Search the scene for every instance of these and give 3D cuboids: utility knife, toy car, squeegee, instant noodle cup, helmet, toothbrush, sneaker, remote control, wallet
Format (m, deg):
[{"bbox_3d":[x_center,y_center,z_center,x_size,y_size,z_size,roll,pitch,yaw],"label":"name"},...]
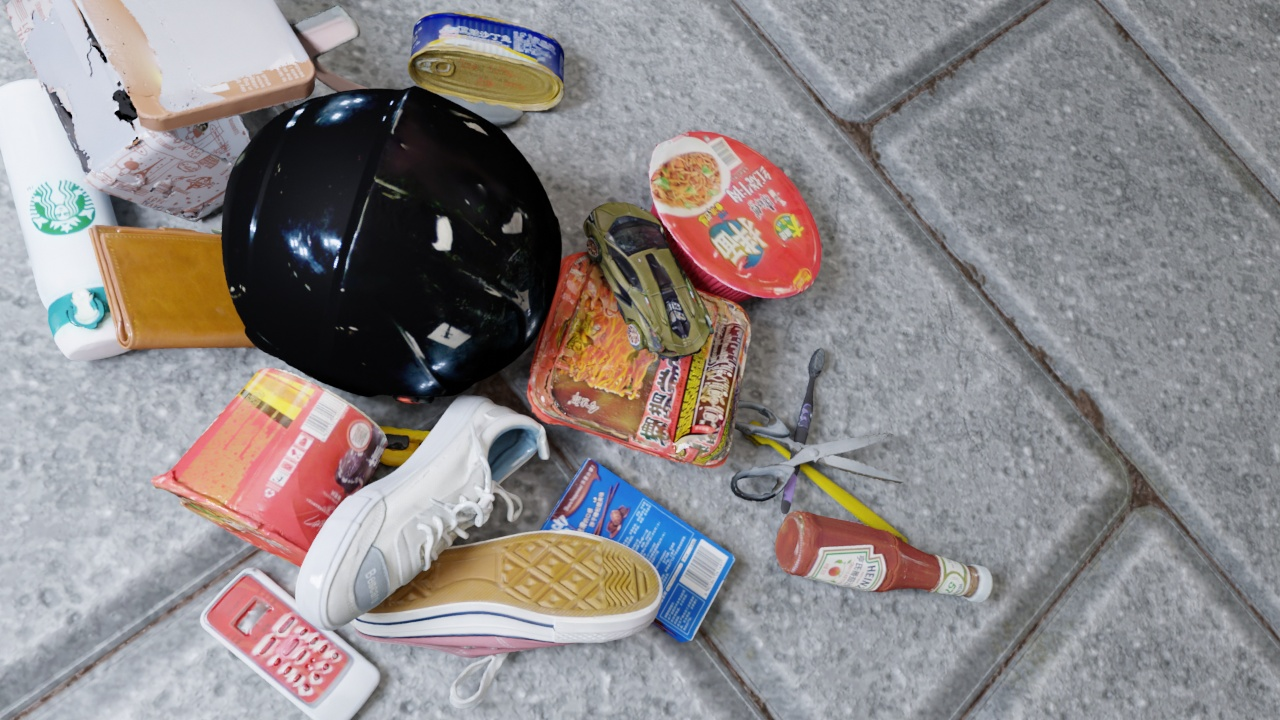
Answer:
[{"bbox_3d":[-0.238,0.066,0.751,0.164,0.015,0.033,8,66,-15],"label":"utility knife"},{"bbox_3d":[0.005,-0.071,0.783,0.070,0.042,0.158,-21,74,-29],"label":"toy car"},{"bbox_3d":[-0.209,-0.238,0.822,0.249,0.248,0.040,5,92,-42],"label":"squeegee"},{"bbox_3d":[-0.005,0.005,0.815,0.188,0.079,0.164,19,66,-12],"label":"instant noodle cup"},{"bbox_3d":[-0.172,-0.085,0.708,0.274,0.231,0.233,23,77,-39],"label":"helmet"},{"bbox_3d":[0.174,0.119,0.868,0.190,0.017,0.015,38,63,-4],"label":"toothbrush"},{"bbox_3d":[-0.147,0.114,0.681,0.091,0.090,0.241,15,36,18],"label":"sneaker"},{"bbox_3d":[-0.257,0.079,0.670,0.138,0.138,0.108,30,66,-6],"label":"instant noodle cup"},{"bbox_3d":[-0.261,0.216,0.687,0.136,0.020,0.055,41,63,0],"label":"remote control"},{"bbox_3d":[-0.103,0.194,0.710,0.241,0.088,0.118,-3,39,1],"label":"sneaker"},{"bbox_3d":[0.079,-0.127,0.882,0.193,0.066,0.193,16,55,-24],"label":"instant noodle cup"},{"bbox_3d":[-0.352,-0.064,0.722,0.130,0.035,0.119,-3,63,-54],"label":"wallet"},{"bbox_3d":[0.155,0.061,0.869,0.014,0.017,0.188,22,57,-4],"label":"toothbrush"}]

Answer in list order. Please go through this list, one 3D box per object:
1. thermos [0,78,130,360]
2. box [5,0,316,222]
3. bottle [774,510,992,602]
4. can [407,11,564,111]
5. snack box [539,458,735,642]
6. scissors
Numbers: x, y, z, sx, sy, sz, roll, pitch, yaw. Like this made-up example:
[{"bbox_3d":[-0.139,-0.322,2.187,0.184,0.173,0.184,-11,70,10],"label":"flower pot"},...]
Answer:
[{"bbox_3d":[-0.445,-0.107,0.715,0.073,0.073,0.224,-17,77,-23],"label":"thermos"},{"bbox_3d":[-0.355,-0.241,0.711,0.181,0.153,0.182,-30,81,7],"label":"box"},{"bbox_3d":[0.225,0.185,0.836,0.206,0.060,0.059,15,67,-14],"label":"bottle"},{"bbox_3d":[-0.145,-0.286,0.879,0.148,0.075,0.049,6,66,-16],"label":"can"},{"bbox_3d":[-0.004,0.162,0.787,0.157,0.026,0.084,35,64,-3],"label":"snack box"},{"bbox_3d":[0.152,0.085,0.842,0.175,0.014,0.159,41,62,11],"label":"scissors"}]
